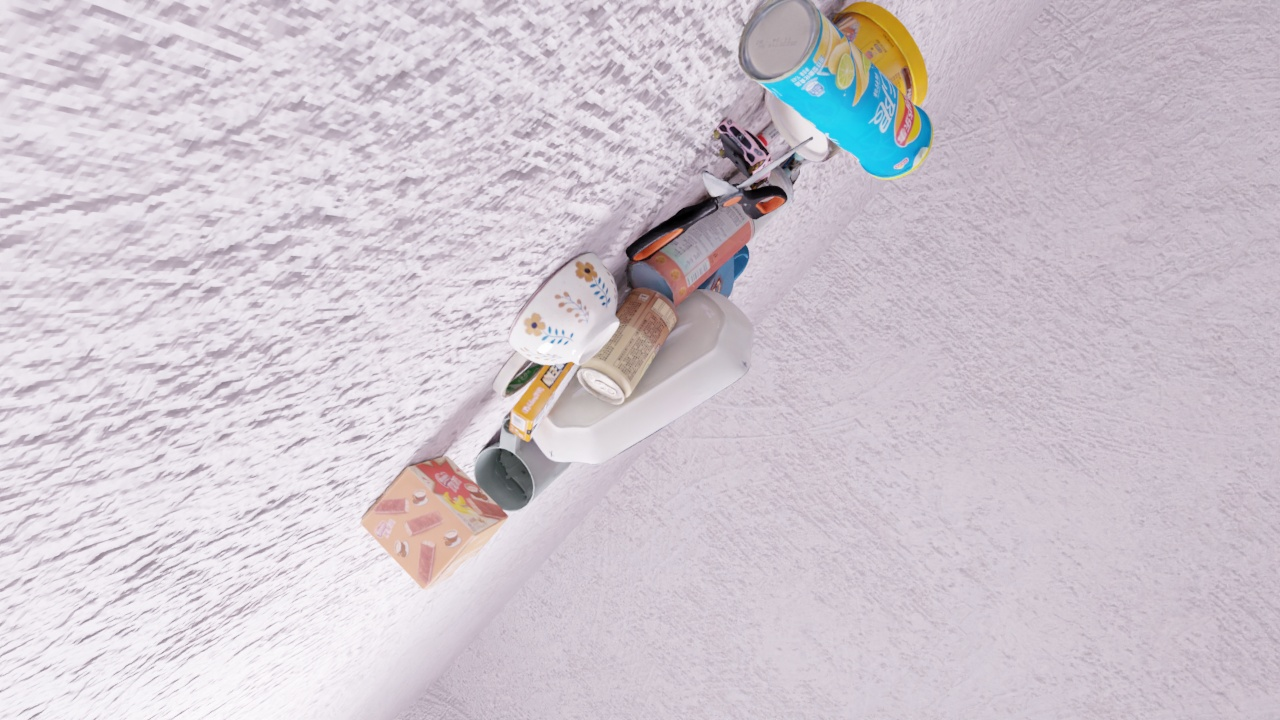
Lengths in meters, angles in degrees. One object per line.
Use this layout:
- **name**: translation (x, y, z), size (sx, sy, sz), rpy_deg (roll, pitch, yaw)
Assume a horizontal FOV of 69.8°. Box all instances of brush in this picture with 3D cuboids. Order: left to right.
- **brush**: translation (0.096, -0.114, 1.284), size (0.144, 0.055, 0.073), rpy_deg (-46, 174, -2)

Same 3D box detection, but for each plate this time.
- **plate**: translation (-0.006, 0.006, 0.979), size (0.265, 0.162, 0.034), rpy_deg (-31, 137, -5)

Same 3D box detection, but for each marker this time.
- **marker**: translation (0.164, -0.270, 1.018), size (0.145, 0.017, 0.017), rpy_deg (-44, 172, -19)

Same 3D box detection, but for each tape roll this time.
- **tape roll**: translation (-0.111, 0.002, 0.913), size (0.085, 0.014, 0.086), rpy_deg (-46, 172, -9)

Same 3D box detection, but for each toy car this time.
- **toy car**: translation (0.103, -0.202, 0.888), size (0.037, 0.056, 0.122), rpy_deg (-44, 172, 6)

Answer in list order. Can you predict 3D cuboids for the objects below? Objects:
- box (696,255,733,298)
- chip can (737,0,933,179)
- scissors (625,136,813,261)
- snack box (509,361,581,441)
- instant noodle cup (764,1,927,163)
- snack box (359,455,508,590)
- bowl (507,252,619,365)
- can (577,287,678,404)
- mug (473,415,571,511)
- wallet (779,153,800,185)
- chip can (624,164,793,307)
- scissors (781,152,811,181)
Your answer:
- **box**: translation (0.047, -0.058, 1.101), size (0.183, 0.062, 0.090), rpy_deg (-58, 158, -25)
- **chip can**: translation (0.166, -0.217, 0.752), size (0.210, 0.071, 0.071), rpy_deg (17, 120, -49)
- **scissors**: translation (0.076, -0.152, 0.875), size (0.221, 0.021, 0.233), rpy_deg (-27, 172, 24)
- **snack box**: translation (-0.079, 0.007, 0.928), size (0.153, 0.026, 0.075), rpy_deg (-56, 178, -22)
- **instant noodle cup**: translation (0.192, -0.260, 0.882), size (0.114, 0.118, 0.118), rpy_deg (-39, 171, -8)
- **snack box**: translation (-0.201, 0.157, 0.906), size (0.077, 0.094, 0.092), rpy_deg (-48, 172, 9)
- **bowl**: translation (-0.059, -0.036, 0.830), size (0.113, 0.062, 0.113), rpy_deg (-47, 171, -10)
- **can**: translation (-0.012, -0.016, 0.935), size (0.116, 0.058, 0.059), rpy_deg (-56, 177, -27)
- **mug**: translation (-0.136, 0.106, 1.106), size (0.103, 0.084, 0.124), rpy_deg (-36, 141, -59)
- **wallet**: translation (0.194, -0.247, 1.286), size (0.096, 0.020, 0.122), rpy_deg (-52, 171, 0)
- **chip can**: translation (0.079, -0.139, 1.010), size (0.214, 0.071, 0.071), rpy_deg (-42, 171, -28)
- **scissors**: translation (0.181, -0.244, 1.181), size (0.172, 0.019, 0.176), rpy_deg (-47, 167, -2)
